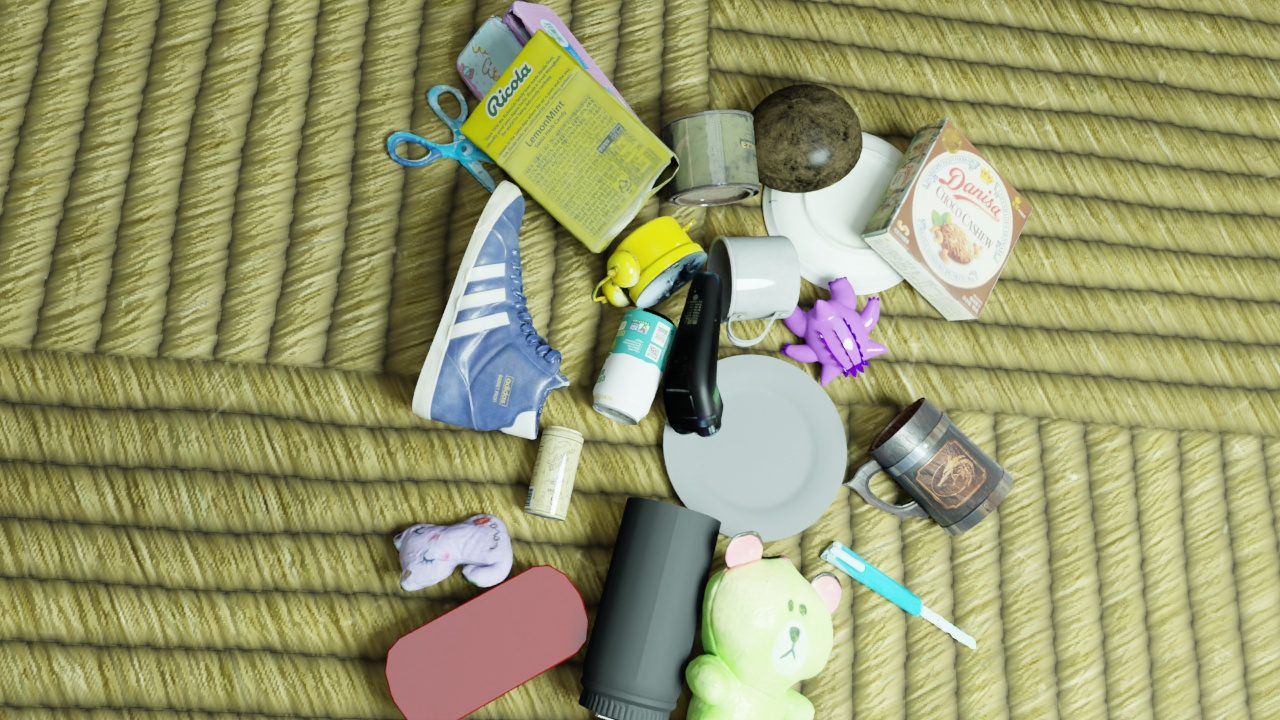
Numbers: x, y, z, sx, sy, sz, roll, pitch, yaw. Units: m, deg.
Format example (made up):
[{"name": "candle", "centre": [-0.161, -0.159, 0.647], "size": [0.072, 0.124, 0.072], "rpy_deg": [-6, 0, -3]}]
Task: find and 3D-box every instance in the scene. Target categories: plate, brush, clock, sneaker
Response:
[{"name": "plate", "centre": [0.109, 0.082, 0.874], "size": [0.178, 0.012, 0.178], "rpy_deg": [2, 76, -8]}, {"name": "brush", "centre": [-0.130, 0.243, 0.786], "size": [0.173, 0.042, 0.082], "rpy_deg": [-26, 82, -13]}, {"name": "clock", "centre": [0.006, -0.086, 0.863], "size": [0.118, 0.083, 0.057], "rpy_deg": [-32, 78, -17]}, {"name": "sneaker", "centre": [-0.107, -0.041, 0.831], "size": [0.118, 0.091, 0.232], "rpy_deg": [19, 75, 1]}, {"name": "plate", "centre": [0.217, -0.159, 0.936], "size": [0.182, 0.034, 0.182], "rpy_deg": [2, 76, -8]}]

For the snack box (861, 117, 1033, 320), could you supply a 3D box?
[{"name": "snack box", "centre": [0.308, -0.139, 0.915], "size": [0.143, 0.041, 0.146], "rpy_deg": [38, 73, -21]}]

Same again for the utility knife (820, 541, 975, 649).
[{"name": "utility knife", "centre": [0.243, 0.223, 0.857], "size": [0.167, 0.015, 0.022], "rpy_deg": [35, 75, 3]}]

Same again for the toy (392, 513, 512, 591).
[{"name": "toy", "centre": [-0.161, 0.168, 0.792], "size": [0.099, 0.036, 0.080], "rpy_deg": [-11, 42, -13]}]

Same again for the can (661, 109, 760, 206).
[{"name": "can", "centre": [0.068, -0.193, 0.887], "size": [0.090, 0.090, 0.074], "rpy_deg": [-6, 89, -10]}]

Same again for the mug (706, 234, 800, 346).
[{"name": "mug", "centre": [0.108, -0.065, 0.869], "size": [0.070, 0.084, 0.113], "rpy_deg": [-4, 65, -12]}]

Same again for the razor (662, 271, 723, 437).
[{"name": "razor", "centre": [0.057, -0.005, 0.845], "size": [0.067, 0.054, 0.151], "rpy_deg": [17, 78, -49]}]

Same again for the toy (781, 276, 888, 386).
[{"name": "toy", "centre": [0.188, -0.026, 0.888], "size": [0.106, 0.055, 0.088], "rpy_deg": [-30, 93, 9]}]

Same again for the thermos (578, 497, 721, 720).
[{"name": "thermos", "centre": [0.005, 0.225, 0.786], "size": [0.086, 0.086, 0.198], "rpy_deg": [16, 75, -4]}]

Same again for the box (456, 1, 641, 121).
[{"name": "box", "centre": [-0.079, -0.246, 0.918], "size": [0.214, 0.091, 0.089], "rpy_deg": [52, 33, 6]}]

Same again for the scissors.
[{"name": "scissors", "centre": [-0.185, -0.202, 0.901], "size": [0.118, 0.013, 0.140], "rpy_deg": [-36, 86, -15]}]

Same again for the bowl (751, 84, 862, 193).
[{"name": "bowl", "centre": [0.159, -0.231, 0.909], "size": [0.121, 0.056, 0.121], "rpy_deg": [-6, 60, 9]}]

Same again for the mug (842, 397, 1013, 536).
[{"name": "mug", "centre": [0.267, 0.111, 0.864], "size": [0.107, 0.080, 0.116], "rpy_deg": [45, 101, 5]}]

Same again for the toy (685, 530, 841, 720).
[{"name": "toy", "centre": [0.097, 0.260, 0.784], "size": [0.150, 0.107, 0.196], "rpy_deg": [27, 65, -28]}]

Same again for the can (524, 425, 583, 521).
[{"name": "can", "centre": [-0.078, 0.102, 0.829], "size": [0.038, 0.038, 0.079], "rpy_deg": [14, 75, -5]}]

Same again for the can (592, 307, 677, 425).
[{"name": "can", "centre": [-0.005, 0.005, 0.854], "size": [0.055, 0.055, 0.101], "rpy_deg": [23, 75, -2]}]

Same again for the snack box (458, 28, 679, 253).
[{"name": "snack box", "centre": [-0.062, -0.197, 0.845], "size": [0.181, 0.045, 0.121], "rpy_deg": [43, 105, 5]}]
